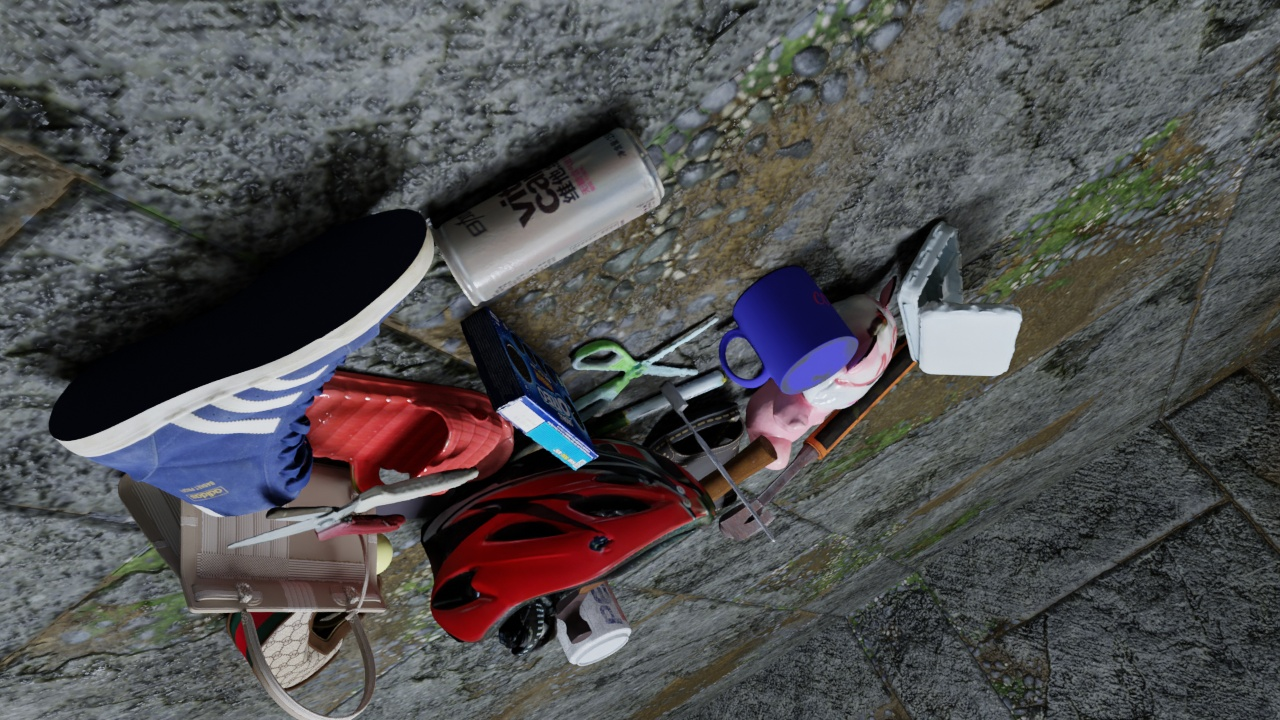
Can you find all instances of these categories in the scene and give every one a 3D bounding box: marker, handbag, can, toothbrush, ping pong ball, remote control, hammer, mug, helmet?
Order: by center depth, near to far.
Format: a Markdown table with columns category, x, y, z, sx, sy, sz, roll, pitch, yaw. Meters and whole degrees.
| category | x | y | z | sx | sy | sz | roll | pitch | yaw |
| --- | --- | --- | --- | --- | --- | --- | --- | --- | --- |
| can | -0.055 | -0.089 | 0.560 | 0.135 | 0.054 | 0.054 | -29 | 153 | -2 |
| handbag | -0.241 | 0.158 | 0.632 | 0.062 | 0.198 | 0.175 | -38 | 152 | 15 |
| remote control | -0.223 | 0.128 | 0.806 | 0.124 | 0.009 | 0.047 | 1 | 139 | -45 |
| mug | 0.124 | -0.018 | 0.820 | 0.111 | 0.083 | 0.079 | -33 | 153 | 4 |
| ping pong ball | -0.245 | 0.174 | 0.829 | 0.040 | 0.040 | 0.040 | -23 | 152 | -13 |
| helmet | -0.067 | 0.162 | 0.841 | 0.272 | 0.167 | 0.217 | -23 | 167 | 1 |
| toothbrush | 0.072 | 0.090 | 0.845 | 0.010 | 0.181 | 0.010 | -48 | 154 | 24 |
| handbag | -0.311 | 0.240 | 0.871 | 0.138 | 0.063 | 0.167 | -35 | 154 | -29 |
| marker | 0.018 | 0.042 | 0.891 | 0.146 | 0.017 | 0.017 | -23 | 152 | -14 |
| hammer | 0.010 | 0.176 | 0.955 | 0.324 | 0.115 | 0.033 | -39 | 153 | 25 |
| hammer | 0.213 | 0.083 | 1.037 | 0.314 | 0.035 | 0.138 | -43 | 174 | -11 |
| can | -0.072 | 0.275 | 1.063 | 0.078 | 0.136 | 0.078 | -23 | 152 | -13 |

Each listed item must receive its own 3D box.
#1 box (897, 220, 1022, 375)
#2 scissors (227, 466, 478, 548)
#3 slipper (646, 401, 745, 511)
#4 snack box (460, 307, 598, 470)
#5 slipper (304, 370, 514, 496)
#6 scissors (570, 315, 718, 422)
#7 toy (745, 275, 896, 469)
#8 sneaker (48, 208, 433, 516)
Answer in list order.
| category | x | y | z | sx | sy | sz | roll | pitch | yaw |
| --- | --- | --- | --- | --- | --- | --- | --- | --- | --- |
| box | 0.337 | -0.036 | 0.928 | 0.106 | 0.125 | 0.215 | -56 | 152 | -3 |
| scissors | -0.190 | 0.104 | 0.635 | 0.179 | 0.015 | 0.188 | -23 | 165 | -27 |
| slipper | 0.057 | 0.136 | 1.022 | 0.112 | 0.075 | 0.269 | -18 | 150 | -23 |
| snack box | -0.081 | 0.026 | 0.696 | 0.027 | 0.082 | 0.150 | -31 | 153 | 5 |
| slipper | -0.177 | 0.066 | 0.695 | 0.104 | 0.059 | 0.248 | -39 | 150 | 16 |
| scissors | -0.007 | 0.010 | 0.822 | 0.171 | 0.023 | 0.168 | 9 | 128 | -48 |
| toy | 0.186 | 0.014 | 0.928 | 0.141 | 0.084 | 0.214 | -40 | 170 | -42 |
| sneaker | -0.198 | 0.018 | 0.536 | 0.233 | 0.091 | 0.118 | -28 | 137 | 1 |
